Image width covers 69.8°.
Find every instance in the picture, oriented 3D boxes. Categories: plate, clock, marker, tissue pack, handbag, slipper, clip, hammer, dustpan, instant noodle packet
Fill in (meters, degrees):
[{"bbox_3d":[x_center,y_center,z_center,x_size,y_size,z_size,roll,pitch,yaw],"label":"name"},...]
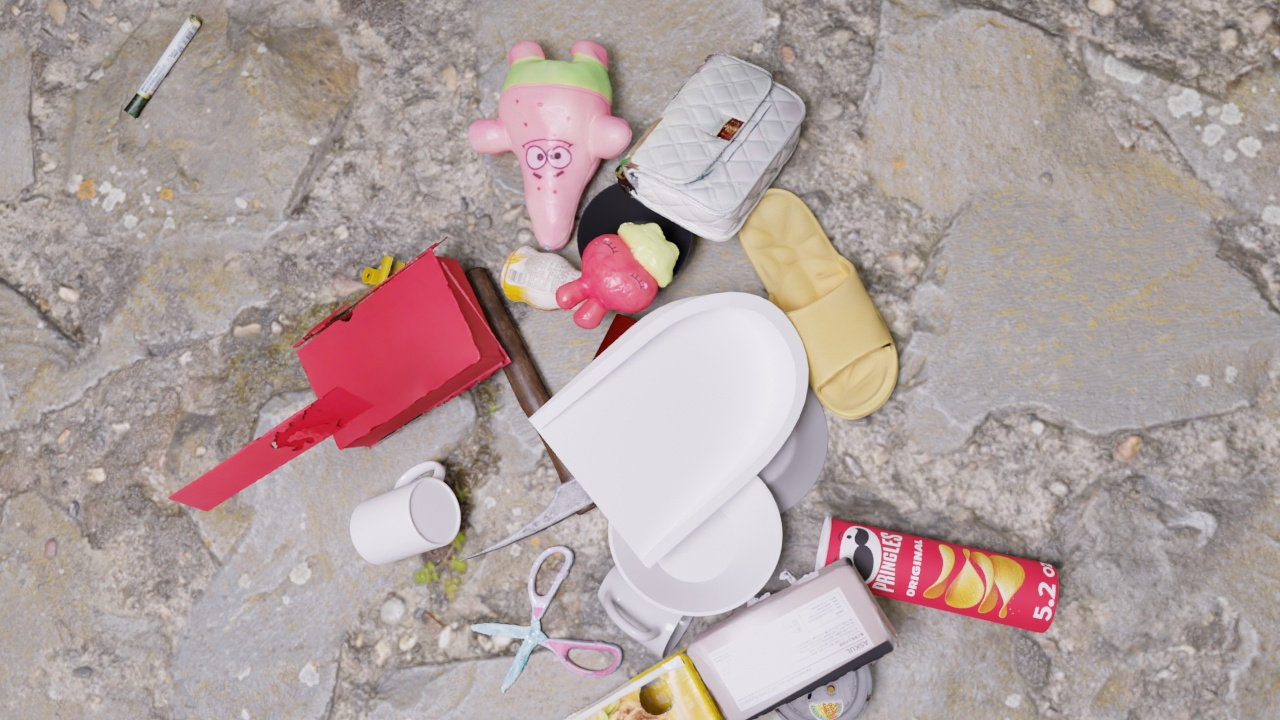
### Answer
[{"bbox_3d":[0.109,0.081,0.979,0.178,0.012,0.178,-1,83,8],"label":"plate"},{"bbox_3d":[0.189,0.309,0.918,0.148,0.056,0.104,-35,79,5],"label":"clock"},{"bbox_3d":[-0.588,-0.362,1.131,0.017,0.017,0.146,34,88,11],"label":"marker"},{"bbox_3d":[0.143,0.263,0.882,0.182,0.071,0.104,-34,82,17],"label":"tissue pack"},{"bbox_3d":[0.080,-0.229,0.960,0.139,0.073,0.194,30,66,10],"label":"handbag"},{"bbox_3d":[0.185,-0.067,0.954,0.099,0.078,0.263,-28,79,2],"label":"slipper"},{"bbox_3d":[-0.297,-0.094,1.055,0.048,0.046,0.054,15,85,-24],"label":"clip"},{"bbox_3d":[-0.156,0.049,1.010,0.218,0.037,0.300,-28,79,4],"label":"hammer"},{"bbox_3d":[0.051,0.047,0.895,0.257,0.053,0.191,-43,107,-20],"label":"dustpan"},{"bbox_3d":[0.055,0.178,0.937,0.174,0.036,0.173,-1,61,1],"label":"plate"},{"bbox_3d":[0.005,0.413,0.927,0.222,0.084,0.163,-34,78,10],"label":"instant noodle packet"}]

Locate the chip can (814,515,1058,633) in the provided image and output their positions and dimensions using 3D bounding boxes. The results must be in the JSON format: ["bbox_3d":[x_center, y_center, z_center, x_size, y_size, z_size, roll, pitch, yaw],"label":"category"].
[{"bbox_3d":[0.289,0.211,0.908,0.221,0.069,0.069,11,85,9],"label":"chip can"}]

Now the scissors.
[{"bbox_3d":[-0.100,0.279,0.986,0.171,0.013,0.175,4,85,12],"label":"scissors"}]

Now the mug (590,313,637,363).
[{"bbox_3d":[-0.006,0.006,0.959,0.073,0.106,0.082,28,87,-23],"label":"mug"}]

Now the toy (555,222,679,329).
[{"bbox_3d":[-0.025,-0.088,0.946,0.135,0.045,0.091,-35,78,-3],"label":"toy"}]

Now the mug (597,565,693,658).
[{"bbox_3d":[-0.002,0.251,0.928,0.089,0.107,0.071,29,102,19],"label":"mug"}]

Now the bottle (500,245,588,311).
[{"bbox_3d":[-0.095,-0.084,1.002,0.108,0.063,0.063,18,86,10],"label":"bottle"}]

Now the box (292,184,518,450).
[{"bbox_3d":[-0.256,-0.066,1.094,0.213,0.373,0.148,-32,113,18],"label":"box"}]

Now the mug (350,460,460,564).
[{"bbox_3d":[-0.247,0.157,0.985,0.091,0.074,0.110,-22,40,30],"label":"mug"}]

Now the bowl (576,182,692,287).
[{"bbox_3d":[-0.003,-0.129,1.000,0.124,0.052,0.124,-1,83,8],"label":"bowl"}]

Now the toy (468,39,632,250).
[{"bbox_3d":[-0.096,-0.239,1.009,0.192,0.096,0.236,2,91,17],"label":"toy"}]
